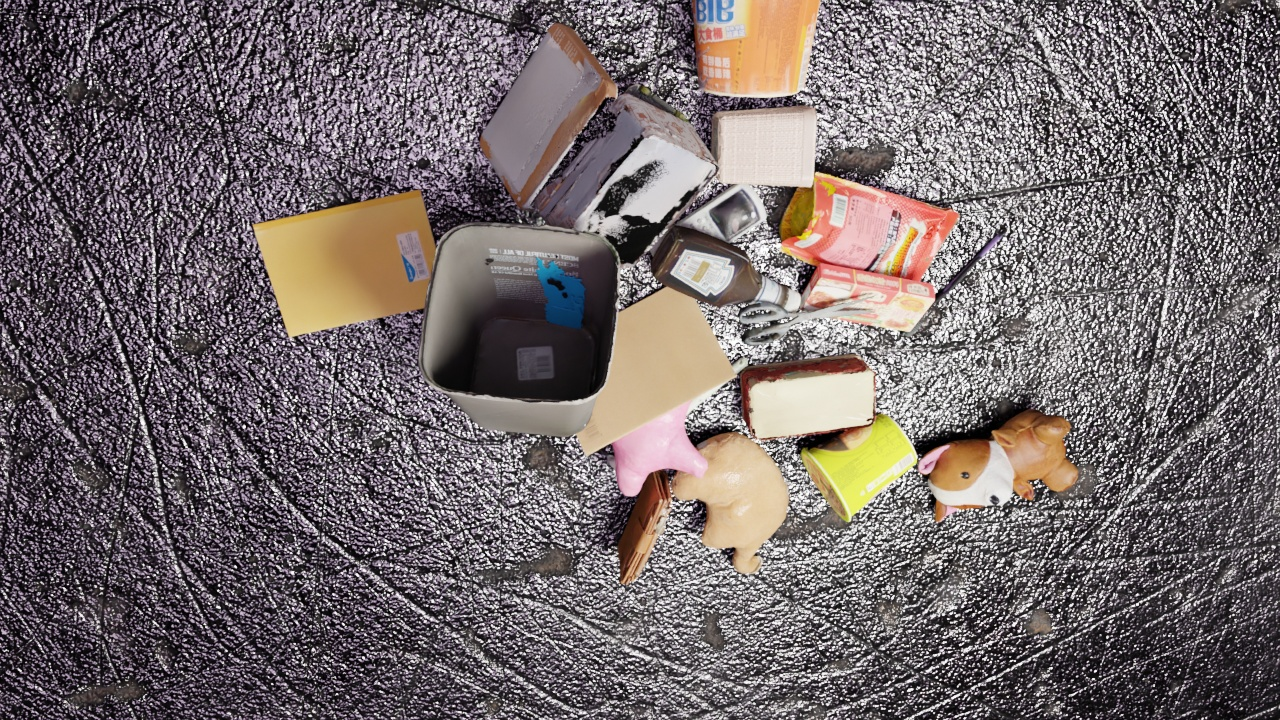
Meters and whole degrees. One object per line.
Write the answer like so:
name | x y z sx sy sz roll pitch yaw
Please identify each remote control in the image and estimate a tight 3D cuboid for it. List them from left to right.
remote control | 0.084 -0.162 1.144 0.150 0.021 0.058 -34 108 7

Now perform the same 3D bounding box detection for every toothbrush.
toothbrush | -0.088 0.088 1.212 0.016 0.018 0.181 -44 105 12
toothbrush | 0.066 0.058 1.215 0.189 0.029 0.020 -39 149 6
toothbrush | 0.411 -0.100 1.199 0.016 0.014 0.189 39 100 -23

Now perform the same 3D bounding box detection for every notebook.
notebook | -0.351 -0.117 1.123 0.206 0.010 0.146 -13 108 -1
notebook | -0.007 0.007 1.147 0.211 0.012 0.149 -28 69 4

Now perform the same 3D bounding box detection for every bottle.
bottle | 0.111 -0.102 1.140 0.194 0.044 0.080 20 122 -22

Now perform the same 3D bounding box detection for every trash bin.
trash bin | -0.127 -0.019 1.040 0.199 0.220 0.198 5 71 -1

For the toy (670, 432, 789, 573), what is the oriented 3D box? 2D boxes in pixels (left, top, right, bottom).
toy | 0.139 0.199 1.240 0.143 0.082 0.226 -28 113 4

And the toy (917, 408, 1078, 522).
toy | 0.479 0.147 1.235 0.200 0.130 0.140 -18 115 11

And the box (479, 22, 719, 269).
box | -0.046 -0.238 1.059 0.157 0.205 0.181 4 135 -49

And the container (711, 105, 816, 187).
container | 0.143 -0.254 1.086 0.111 0.090 0.090 -1 108 -2

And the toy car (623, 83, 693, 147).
toy car | 0.017 -0.290 1.088 0.090 0.035 0.042 32 101 -16

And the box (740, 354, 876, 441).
box | 0.220 0.049 1.195 0.168 0.077 0.091 -7 109 -4

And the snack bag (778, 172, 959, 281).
snack bag | 0.284 -0.155 1.146 0.207 0.073 0.129 14 113 -18

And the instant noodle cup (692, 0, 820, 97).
instant noodle cup | 0.126 -0.360 1.023 0.151 0.151 0.111 -2 116 -5

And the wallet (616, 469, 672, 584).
wallet | 0.004 0.219 1.214 0.031 0.107 0.132 20 105 -9

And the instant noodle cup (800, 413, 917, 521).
instant noodle cup | 0.295 0.134 1.221 0.123 0.111 0.112 -32 108 -4

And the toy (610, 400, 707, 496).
toy | 0.014 0.076 1.172 0.179 0.074 0.194 -40 81 10

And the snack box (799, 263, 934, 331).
snack box | 0.286 -0.079 1.166 0.153 0.025 0.075 10 146 -8

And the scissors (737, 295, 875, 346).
scissors | 0.202 -0.055 1.155 0.165 0.014 0.164 18 143 -31
